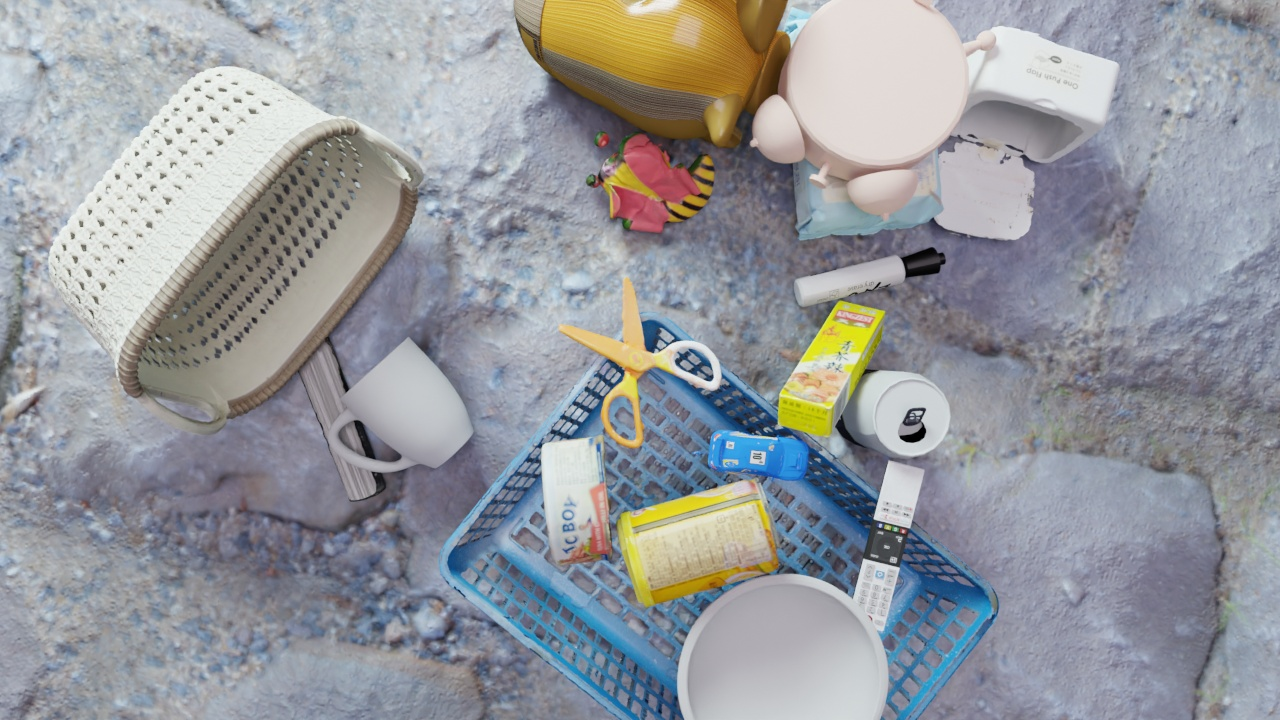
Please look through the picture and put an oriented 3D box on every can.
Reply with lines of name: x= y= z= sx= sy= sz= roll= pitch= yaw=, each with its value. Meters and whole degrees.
can: x=-0.042 y=0.096 z=0.632 sx=0.043 sy=0.086 sz=0.086 roll=-6 pitch=91 yaw=-3
can: x=0.193 y=0.040 z=0.711 sx=0.064 sy=0.127 sz=0.064 roll=0 pitch=91 yaw=-3
can: x=0.041 y=0.127 z=0.643 sx=0.105 sy=0.067 sz=0.067 roll=-16 pitch=92 yaw=1

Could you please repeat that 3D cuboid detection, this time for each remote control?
remote control: x=0.181 y=0.137 z=0.681 sx=0.028 sy=0.012 sz=0.124 roll=14 pitch=90 yaw=-3
remote control: x=-0.245 y=0.049 z=0.747 sx=0.033 sy=0.013 sz=0.136 roll=-21 pitch=90 yaw=-2

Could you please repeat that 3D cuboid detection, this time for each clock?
clock: x=0.168 y=-0.199 z=0.664 sx=0.131 sy=0.086 sz=0.160 roll=29 pitch=94 yaw=0

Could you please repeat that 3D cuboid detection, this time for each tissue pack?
tissue pack: x=0.176 y=-0.192 z=0.737 sx=0.112 sy=0.070 sz=0.182 roll=-4 pitch=89 yaw=-3

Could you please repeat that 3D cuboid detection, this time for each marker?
marker: x=0.191 y=-0.070 z=0.761 sx=0.126 sy=0.025 sz=0.025 roll=-14 pitch=92 yaw=-3

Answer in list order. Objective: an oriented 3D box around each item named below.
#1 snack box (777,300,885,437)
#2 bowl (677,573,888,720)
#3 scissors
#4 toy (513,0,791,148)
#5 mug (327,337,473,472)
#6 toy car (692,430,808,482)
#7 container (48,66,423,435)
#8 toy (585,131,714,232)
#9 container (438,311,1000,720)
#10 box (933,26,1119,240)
snack box: x=0.149 y=0.003 z=0.705 sx=0.040 sy=0.147 sz=0.029 roll=15 pitch=127 yaw=23
bowl: x=0.099 y=0.224 z=0.662 sx=0.149 sy=0.043 sz=0.149 roll=0 pitch=91 yaw=-3
scissors: x=0.004 y=0.000 z=0.670 sx=0.127 sy=0.011 sz=0.125 roll=-6 pitch=91 yaw=-4
toy: x=0.003 y=-0.256 z=0.695 sx=0.203 sy=0.199 sz=0.162 roll=22 pitch=70 yaw=17
mug: x=-0.191 y=0.050 z=0.725 sx=0.107 sy=0.071 sz=0.089 roll=-40 pitch=101 yaw=8
toy car: x=0.079 y=0.069 z=0.648 sx=0.092 sy=0.062 sz=0.033 roll=7 pitch=90 yaw=-3
container: x=-0.288 y=-0.085 z=0.663 sx=0.143 sy=0.184 sz=0.246 roll=37 pitch=85 yaw=14
toy: x=0.009 y=-0.143 z=0.737 sx=0.103 sy=0.046 sz=0.084 roll=8 pitch=120 yaw=-10
container: x=0.060 y=0.167 z=0.726 sx=0.362 sy=0.089 sz=0.257 roll=40 pitch=89 yaw=-3
box: x=0.290 y=-0.167 z=0.734 sx=0.108 sy=0.126 sz=0.136 roll=19 pitch=81 yaw=-2
